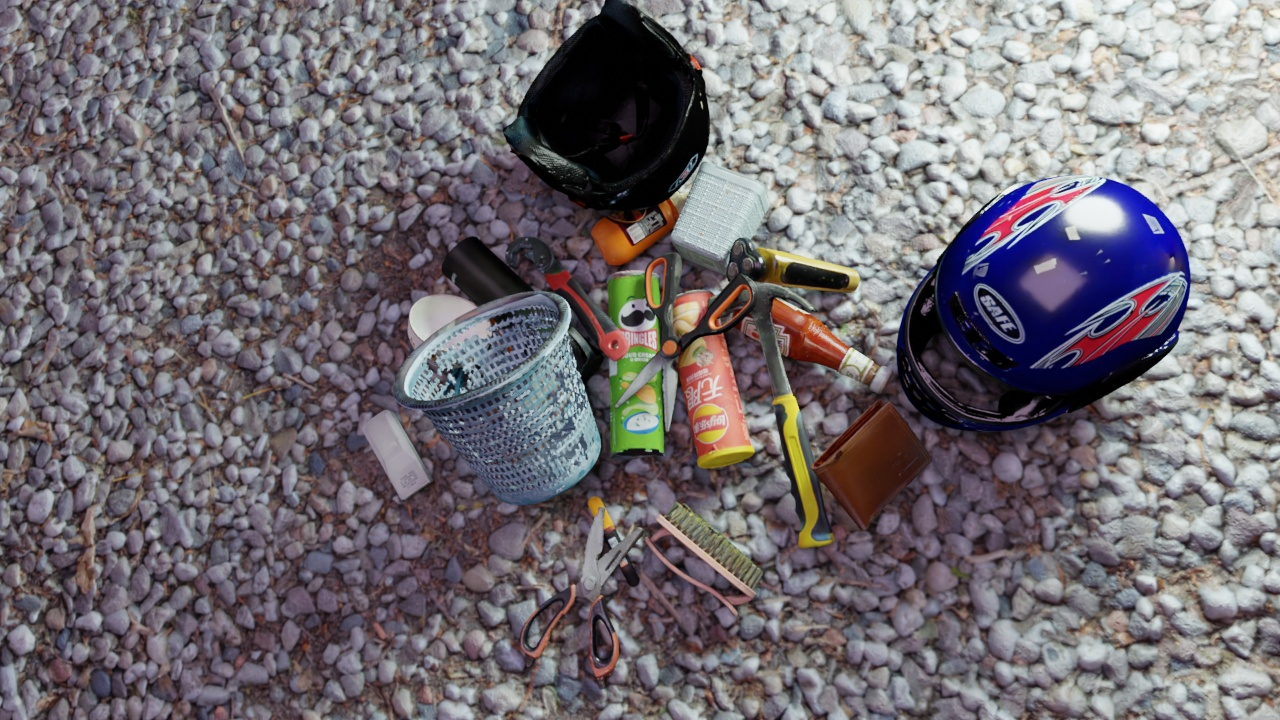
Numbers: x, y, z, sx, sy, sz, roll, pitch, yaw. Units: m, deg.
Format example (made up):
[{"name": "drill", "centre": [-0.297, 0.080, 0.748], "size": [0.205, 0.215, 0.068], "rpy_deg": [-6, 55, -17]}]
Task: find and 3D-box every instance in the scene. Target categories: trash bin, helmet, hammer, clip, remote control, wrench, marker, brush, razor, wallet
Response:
[{"name": "trash bin", "centre": [-0.152, 0.058, 1.109], "size": [0.227, 0.195, 0.226], "rpy_deg": [-19, 29, 11]}, {"name": "helmet", "centre": [-0.023, -0.301, 1.155], "size": [0.234, 0.230, 0.274], "rpy_deg": [-49, 59, 13]}, {"name": "hammer", "centre": [0.178, 0.063, 1.102], "size": [0.126, 0.031, 0.323], "rpy_deg": [-15, 86, 22]}, {"name": "clip", "centre": [-0.253, 0.031, 1.253], "size": [0.038, 0.013, 0.055], "rpy_deg": [18, 81, 16]}, {"name": "remote control", "centre": [-0.331, 0.127, 1.243], "size": [0.049, 0.024, 0.125], "rpy_deg": [-36, 73, 3]}, {"name": "wrench", "centre": [-0.096, -0.088, 1.204], "size": [0.056, 0.016, 0.273], "rpy_deg": [-48, 55, 3]}, {"name": "helmet", "centre": [0.431, -0.062, 1.003], "size": [0.315, 0.240, 0.247], "rpy_deg": [-35, 70, 3]}, {"name": "marker", "centre": [-0.033, 0.228, 1.157], "size": [0.018, 0.015, 0.123], "rpy_deg": [-30, 75, 6]}, {"name": "brush", "centre": [0.078, 0.239, 1.104], "size": [0.145, 0.063, 0.073], "rpy_deg": [38, 83, 16]}, {"name": "razor", "centre": [0.192, -0.110, 1.142], "size": [0.167, 0.067, 0.062], "rpy_deg": [9, 105, -11]}, {"name": "wallet", "centre": [0.273, 0.122, 1.075], "size": [0.124, 0.032, 0.101], "rpy_deg": [-43, 104, -7]}]

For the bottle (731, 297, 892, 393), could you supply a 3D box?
[{"name": "bottle", "centre": [0.212, -0.022, 1.136], "size": [0.206, 0.060, 0.059], "rpy_deg": [30, 85, 17]}]

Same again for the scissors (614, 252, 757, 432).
[{"name": "scissors", "centre": [0.045, -0.034, 1.116], "size": [0.221, 0.021, 0.228], "rpy_deg": [-30, 64, 17]}]

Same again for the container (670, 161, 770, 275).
[{"name": "container", "centre": [0.100, -0.180, 1.185], "size": [0.090, 0.090, 0.111], "rpy_deg": [26, 87, 17]}]

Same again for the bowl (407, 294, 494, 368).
[{"name": "bowl", "centre": [-0.259, -0.029, 1.232], "size": [0.113, 0.113, 0.062], "rpy_deg": [42, 131, 18]}]

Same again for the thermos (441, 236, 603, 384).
[{"name": "thermos", "centre": [-0.152, -0.069, 1.205], "size": [0.242, 0.090, 0.068], "rpy_deg": [41, 57, 12]}]

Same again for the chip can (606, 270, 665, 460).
[{"name": "chip can", "centre": [-0.007, 0.007, 1.173], "size": [0.072, 0.072, 0.235], "rpy_deg": [-4, 77, 12]}]

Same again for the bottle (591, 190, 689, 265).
[{"name": "bottle", "centre": [0.010, -0.185, 1.223], "size": [0.149, 0.067, 0.066], "rpy_deg": [-30, 72, -3]}]

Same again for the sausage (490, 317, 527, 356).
[{"name": "sausage", "centre": [-0.190, -0.049, 1.253], "size": [0.021, 0.021, 0.165], "rpy_deg": [-32, 73, 3]}]

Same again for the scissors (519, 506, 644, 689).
[{"name": "scissors", "centre": [-0.069, 0.298, 1.140], "size": [0.189, 0.015, 0.226], "rpy_deg": [-16, 78, 11]}]

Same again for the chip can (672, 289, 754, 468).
[{"name": "chip can", "centre": [0.084, 0.022, 1.148], "size": [0.073, 0.073, 0.216], "rpy_deg": [-14, 74, 9]}]
